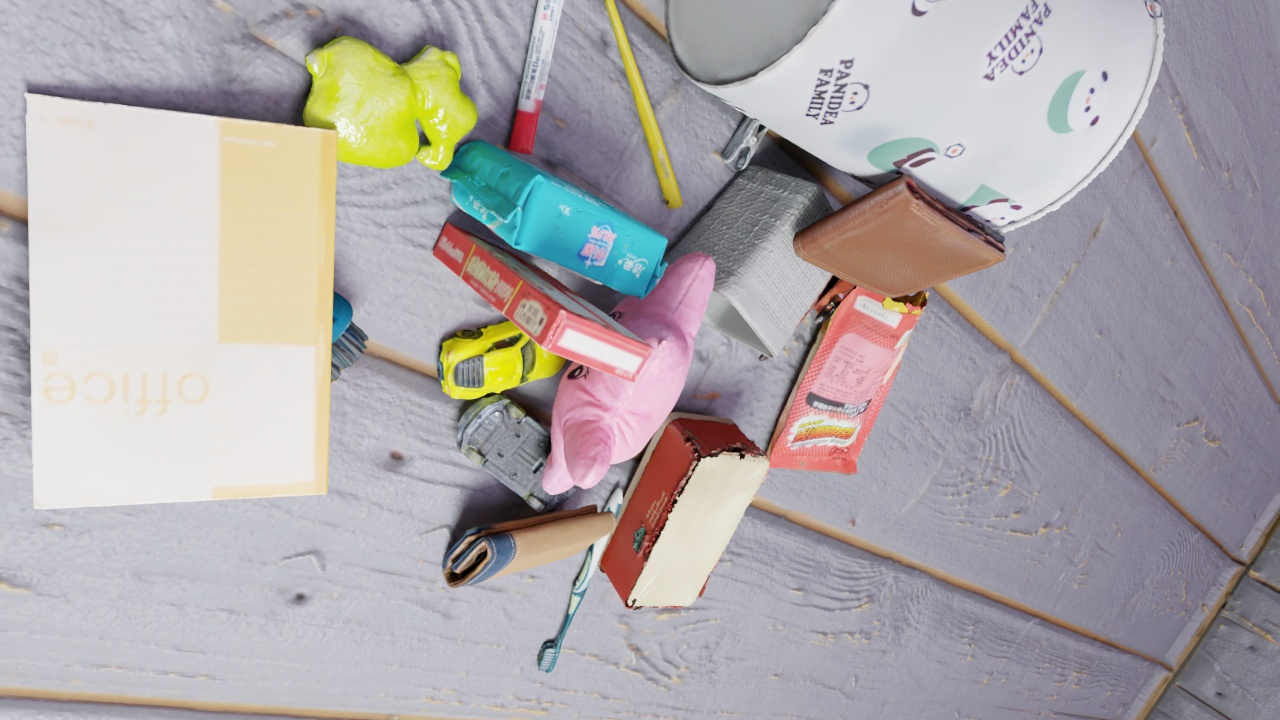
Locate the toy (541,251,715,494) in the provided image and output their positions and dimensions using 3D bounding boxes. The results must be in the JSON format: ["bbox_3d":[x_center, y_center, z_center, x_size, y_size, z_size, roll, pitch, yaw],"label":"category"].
[{"bbox_3d":[-0.004,0.004,0.625,0.074,0.179,0.194,33,69,-8],"label":"toy"}]

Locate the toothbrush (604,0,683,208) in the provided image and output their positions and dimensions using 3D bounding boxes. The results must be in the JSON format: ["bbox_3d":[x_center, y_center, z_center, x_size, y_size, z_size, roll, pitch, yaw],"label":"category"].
[{"bbox_3d":[-0.005,-0.182,0.626,0.016,0.016,0.190,-34,131,-12],"label":"toothbrush"}]

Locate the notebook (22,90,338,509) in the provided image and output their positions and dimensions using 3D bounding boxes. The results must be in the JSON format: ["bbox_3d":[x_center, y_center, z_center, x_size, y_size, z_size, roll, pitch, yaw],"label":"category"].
[{"bbox_3d":[-0.237,-0.025,0.483,0.145,0.010,0.206,1,99,-26],"label":"notebook"}]

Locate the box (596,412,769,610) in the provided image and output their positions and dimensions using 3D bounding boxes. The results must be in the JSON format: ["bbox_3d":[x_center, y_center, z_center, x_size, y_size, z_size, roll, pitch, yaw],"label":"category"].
[{"bbox_3d":[0.040,0.136,0.784,0.091,0.078,0.169,9,116,-36],"label":"box"}]

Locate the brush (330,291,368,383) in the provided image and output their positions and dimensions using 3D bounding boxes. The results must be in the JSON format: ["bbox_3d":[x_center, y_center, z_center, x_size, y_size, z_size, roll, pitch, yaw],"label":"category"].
[{"bbox_3d":[-0.231,0.004,0.527,0.143,0.055,0.073,-37,133,-15],"label":"brush"}]

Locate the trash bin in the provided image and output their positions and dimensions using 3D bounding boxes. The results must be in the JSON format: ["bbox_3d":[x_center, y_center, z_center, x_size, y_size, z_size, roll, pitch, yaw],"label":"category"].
[{"bbox_3d":[0.169,-0.225,0.604,0.251,0.229,0.230,13,106,-37],"label":"trash bin"}]

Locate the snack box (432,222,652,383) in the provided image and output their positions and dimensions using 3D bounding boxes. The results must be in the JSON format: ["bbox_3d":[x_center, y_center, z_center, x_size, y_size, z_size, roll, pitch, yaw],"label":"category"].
[{"bbox_3d":[-0.064,-0.038,0.565,0.075,0.153,0.025,22,100,-44],"label":"snack box"}]

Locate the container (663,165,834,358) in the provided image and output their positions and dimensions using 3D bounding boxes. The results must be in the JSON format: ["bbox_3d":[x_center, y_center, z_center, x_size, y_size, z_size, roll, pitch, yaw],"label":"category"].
[{"bbox_3d":[0.093,-0.080,0.711,0.114,0.090,0.090,-51,135,-7],"label":"container"}]

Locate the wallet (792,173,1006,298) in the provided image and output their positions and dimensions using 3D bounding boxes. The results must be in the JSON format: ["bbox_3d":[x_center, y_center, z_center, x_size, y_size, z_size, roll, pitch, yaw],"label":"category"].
[{"bbox_3d":[0.184,-0.085,0.652,0.124,0.101,0.032,18,65,-36],"label":"wallet"}]

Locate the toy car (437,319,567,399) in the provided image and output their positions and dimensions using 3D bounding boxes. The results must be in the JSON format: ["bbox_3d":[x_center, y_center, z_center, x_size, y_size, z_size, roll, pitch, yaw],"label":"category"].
[{"bbox_3d":[-0.092,-0.002,0.649,0.105,0.032,0.048,-17,123,-32],"label":"toy car"}]

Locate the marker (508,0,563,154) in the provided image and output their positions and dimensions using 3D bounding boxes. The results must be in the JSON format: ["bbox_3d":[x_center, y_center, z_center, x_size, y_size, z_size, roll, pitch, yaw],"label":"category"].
[{"bbox_3d":[-0.060,-0.201,0.570,0.017,0.017,0.145,-1,114,-38],"label":"marker"}]

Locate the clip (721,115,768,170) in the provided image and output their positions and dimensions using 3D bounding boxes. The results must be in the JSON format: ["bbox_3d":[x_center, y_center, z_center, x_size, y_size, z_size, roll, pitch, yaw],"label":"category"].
[{"bbox_3d":[0.082,-0.172,0.695,0.036,0.025,0.058,21,108,-35],"label":"clip"}]

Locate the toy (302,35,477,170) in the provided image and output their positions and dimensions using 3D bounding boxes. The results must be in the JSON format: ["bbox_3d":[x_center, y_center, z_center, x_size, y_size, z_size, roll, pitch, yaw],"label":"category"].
[{"bbox_3d":[-0.143,-0.144,0.528,0.100,0.031,0.097,-35,133,-18],"label":"toy"}]

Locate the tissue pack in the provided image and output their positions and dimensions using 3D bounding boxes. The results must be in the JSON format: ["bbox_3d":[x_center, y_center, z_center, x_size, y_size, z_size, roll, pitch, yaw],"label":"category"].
[{"bbox_3d":[-0.054,-0.089,0.585,0.133,0.093,0.050,20,102,-43],"label":"tissue pack"}]

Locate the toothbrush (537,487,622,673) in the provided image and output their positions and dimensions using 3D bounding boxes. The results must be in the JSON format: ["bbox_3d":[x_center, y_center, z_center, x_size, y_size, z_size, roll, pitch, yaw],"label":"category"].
[{"bbox_3d":[-0.054,0.194,0.803,0.018,0.016,0.192,13,107,-31],"label":"toothbrush"}]

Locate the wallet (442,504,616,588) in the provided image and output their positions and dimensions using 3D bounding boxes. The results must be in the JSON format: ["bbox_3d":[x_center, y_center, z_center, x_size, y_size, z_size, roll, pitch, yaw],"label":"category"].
[{"bbox_3d":[-0.086,0.144,0.712,0.115,0.033,0.090,-5,156,-36],"label":"wallet"}]

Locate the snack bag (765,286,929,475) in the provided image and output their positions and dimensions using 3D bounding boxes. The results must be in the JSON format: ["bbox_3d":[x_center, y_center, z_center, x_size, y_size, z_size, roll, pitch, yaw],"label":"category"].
[{"bbox_3d":[0.196,0.021,0.871,0.128,0.073,0.208,3,117,-35],"label":"snack bag"}]

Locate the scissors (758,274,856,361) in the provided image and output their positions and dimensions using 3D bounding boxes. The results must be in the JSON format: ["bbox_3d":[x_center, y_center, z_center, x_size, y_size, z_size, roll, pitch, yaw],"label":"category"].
[{"bbox_3d":[0.175,-0.083,0.779,0.190,0.015,0.225,-47,-176,37],"label":"scissors"}]

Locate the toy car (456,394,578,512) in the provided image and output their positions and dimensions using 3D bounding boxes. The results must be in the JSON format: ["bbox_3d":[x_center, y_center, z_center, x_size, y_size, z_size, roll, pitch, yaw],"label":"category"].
[{"bbox_3d":[-0.089,0.069,0.689,0.054,0.037,0.120,-49,131,-5],"label":"toy car"}]
